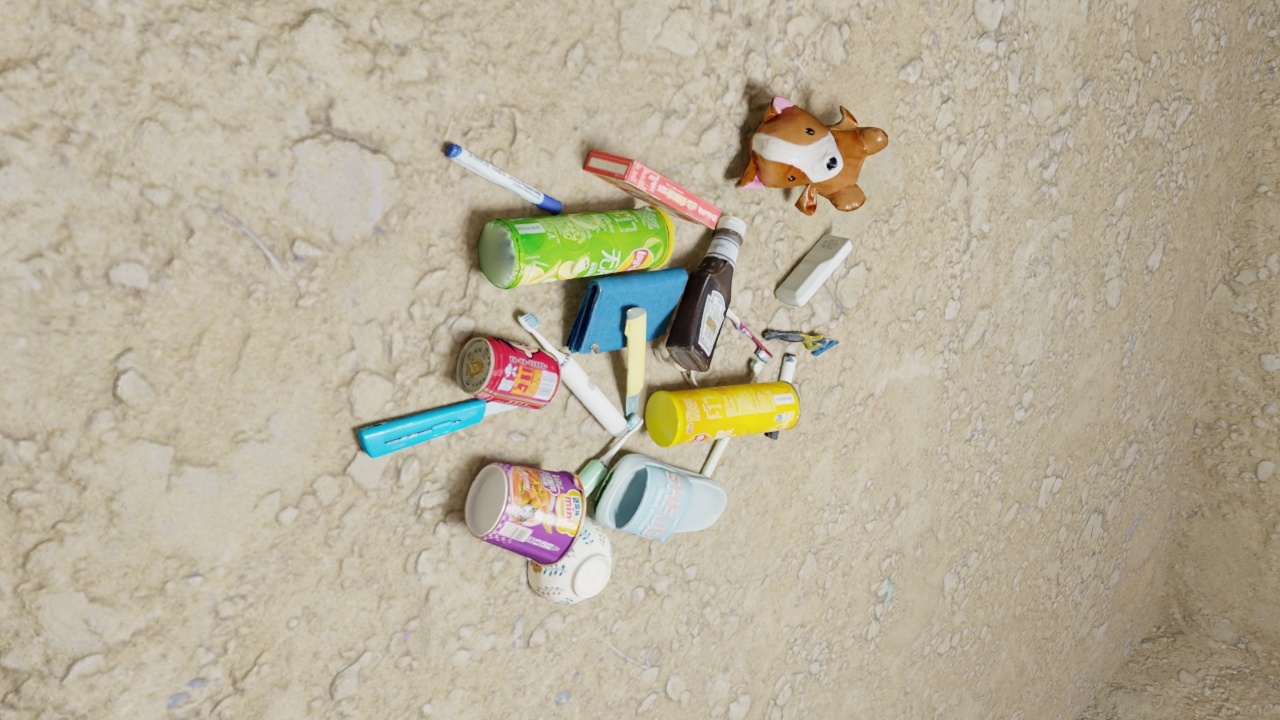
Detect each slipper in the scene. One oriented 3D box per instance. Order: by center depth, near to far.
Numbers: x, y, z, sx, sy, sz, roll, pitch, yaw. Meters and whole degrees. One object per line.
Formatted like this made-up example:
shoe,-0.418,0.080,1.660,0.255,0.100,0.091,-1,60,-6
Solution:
slipper,0.035,0.189,1.188,0.245,0.074,0.104,17,107,-47

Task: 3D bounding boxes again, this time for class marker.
marker,-0.135,-0.181,0.924,0.145,0.017,0.017,23,91,-46
marker,0.204,0.053,1.334,0.022,0.018,0.131,0,108,-33

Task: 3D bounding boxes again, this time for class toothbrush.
toothbrush,-0.077,0.018,1.054,0.026,0.026,0.221,-25,133,14
toothbrush,-0.070,0.152,1.116,0.224,0.026,0.027,-48,114,-17
toothbrush,0.131,-0.044,1.228,0.017,0.016,0.187,-51,135,-1
toothbrush,0.125,0.086,1.275,0.189,0.020,0.029,-65,168,1

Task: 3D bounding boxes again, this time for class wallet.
wallet,-0.015,-0.057,1.050,0.132,0.040,0.107,-12,139,-38

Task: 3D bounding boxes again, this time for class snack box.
snack box,0.016,-0.189,1.018,0.152,0.075,0.025,19,95,-46

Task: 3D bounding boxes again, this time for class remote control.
remote control,0.239,-0.126,1.268,0.124,0.049,0.024,-47,130,-18

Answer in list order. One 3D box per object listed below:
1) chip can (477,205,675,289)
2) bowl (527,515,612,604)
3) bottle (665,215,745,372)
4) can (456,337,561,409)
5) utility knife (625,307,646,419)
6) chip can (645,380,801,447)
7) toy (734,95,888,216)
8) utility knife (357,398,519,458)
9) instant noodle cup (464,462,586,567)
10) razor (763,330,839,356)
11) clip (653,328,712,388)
chip can,-0.066,-0.122,0.973,0.220,0.073,0.073,-12,115,-39
bowl,-0.077,0.253,1.129,0.113,0.062,0.113,-17,117,-36
bottle,0.085,-0.086,1.115,0.080,0.044,0.194,48,56,-55
can,-0.139,0.013,0.966,0.093,0.066,0.066,14,97,-45
utility knife,-0.006,0.006,1.081,0.030,0.020,0.195,-26,139,-23
chip can,0.111,0.066,1.199,0.213,0.072,0.072,-5,110,-34
toy,0.215,-0.254,1.151,0.199,0.130,0.140,8,107,-35
utility knife,-0.199,0.061,0.967,0.206,0.018,0.034,-17,117,-39
instant noodle cup,-0.132,0.164,1.016,0.099,0.112,0.111,23,91,-36
razor,0.224,-0.030,1.316,0.142,0.022,0.043,8,146,-41
clip,0.064,-0.012,1.167,0.104,0.035,0.081,20,93,-50
